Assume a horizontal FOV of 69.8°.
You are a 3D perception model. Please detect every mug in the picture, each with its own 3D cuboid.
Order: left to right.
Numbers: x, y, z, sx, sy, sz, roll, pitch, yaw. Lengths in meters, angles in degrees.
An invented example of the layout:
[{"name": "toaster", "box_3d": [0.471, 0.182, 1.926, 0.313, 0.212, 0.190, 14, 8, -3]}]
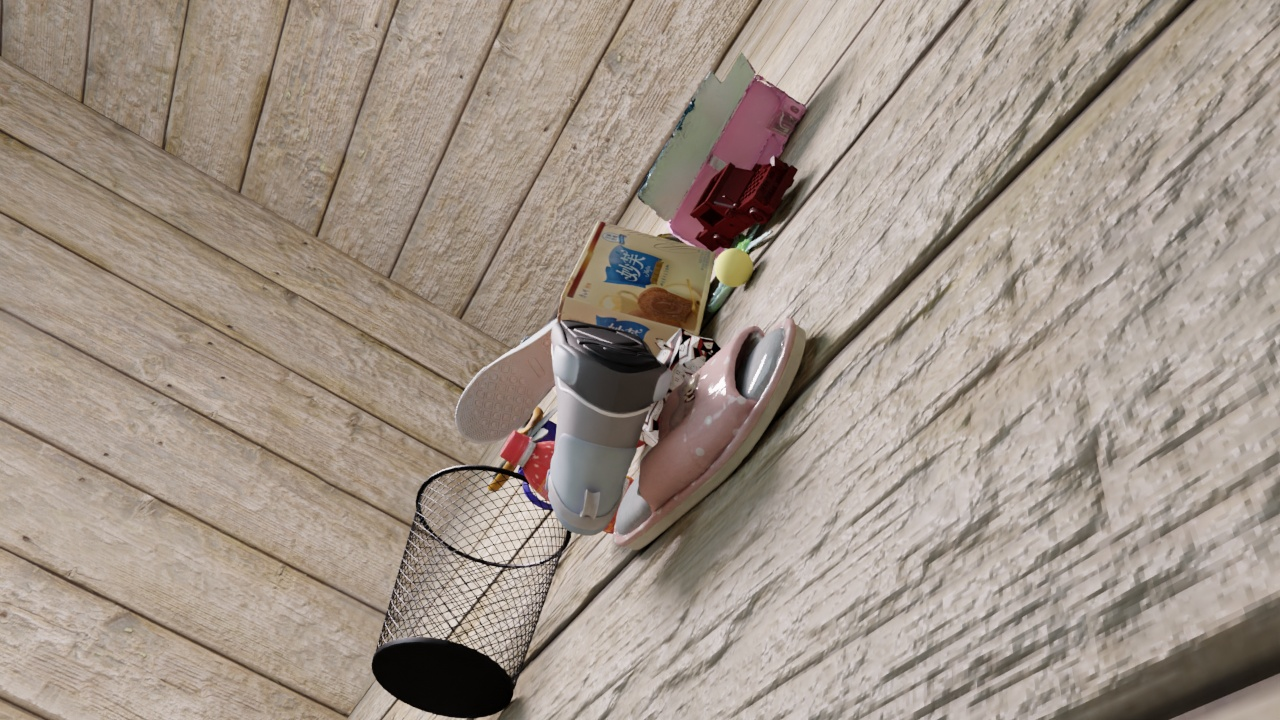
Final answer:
[{"name": "mug", "box_3d": [-0.108, 0.142, 1.177, 0.079, 0.083, 0.111, -49, 14, 49]}]

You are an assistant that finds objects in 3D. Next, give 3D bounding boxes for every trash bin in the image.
[{"name": "trash bin", "box_3d": [-0.184, 0.253, 0.991, 0.185, 0.184, 0.209, -52, 17, 39]}]

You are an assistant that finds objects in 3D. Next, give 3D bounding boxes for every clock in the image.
[{"name": "clock", "box_3d": [0.028, 0.025, 0.871, 0.114, 0.065, 0.155, -61, 8, -6]}]

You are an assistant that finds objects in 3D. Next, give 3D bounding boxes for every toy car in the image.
[{"name": "toy car", "box_3d": [0.107, -0.179, 1.031, 0.070, 0.062, 0.170, -59, 11, -17]}]

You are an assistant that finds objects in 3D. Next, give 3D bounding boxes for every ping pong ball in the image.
[{"name": "ping pong ball", "box_3d": [0.097, -0.097, 0.957, 0.040, 0.040, 0.040, -57, 9, 14]}]

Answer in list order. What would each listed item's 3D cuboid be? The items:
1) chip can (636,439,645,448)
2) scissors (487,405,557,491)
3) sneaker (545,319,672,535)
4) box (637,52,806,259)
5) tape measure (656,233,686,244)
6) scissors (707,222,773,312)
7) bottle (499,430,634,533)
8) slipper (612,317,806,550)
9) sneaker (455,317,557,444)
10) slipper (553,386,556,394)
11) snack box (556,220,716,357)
[{"name": "chip can", "box_3d": [-0.006, 0.006, 1.055, 0.087, 0.087, 0.212, -54, 10, 33]}, {"name": "scissors", "box_3d": [-0.149, 0.110, 1.181, 0.175, 0.016, 0.225, -60, 11, -9]}, {"name": "sneaker", "box_3d": [-0.045, 0.054, 0.801, 0.256, 0.093, 0.160, -138, 60, -80]}, {"name": "box", "box_3d": [0.095, -0.260, 1.148, 0.230, 0.160, 0.062, -60, 31, -3]}, {"name": "tape measure", "box_3d": [0.055, -0.144, 1.261, 0.066, 0.064, 0.037, 9, 57, 49]}, {"name": "scissors", "box_3d": [0.119, -0.127, 1.035, 0.172, 0.021, 0.171, -56, 6, -6]}, {"name": "bottle", "box_3d": [-0.071, 0.114, 0.899, 0.062, 0.137, 0.062, -57, 9, 13]}, {"name": "slipper", "box_3d": [0.038, 0.061, 0.733, 0.275, 0.054, 0.113, -53, 11, 39]}, {"name": "sneaker", "box_3d": [-0.144, 0.014, 1.195, 0.235, 0.089, 0.087, -38, 13, 1]}, {"name": "slipper", "box_3d": [-0.093, 0.042, 1.387, 0.093, 0.081, 0.197, -98, 32, -80]}, {"name": "snack box", "box_3d": [0.000, -0.080, 1.055, 0.206, 0.153, 0.055, -73, -2, -57]}]
